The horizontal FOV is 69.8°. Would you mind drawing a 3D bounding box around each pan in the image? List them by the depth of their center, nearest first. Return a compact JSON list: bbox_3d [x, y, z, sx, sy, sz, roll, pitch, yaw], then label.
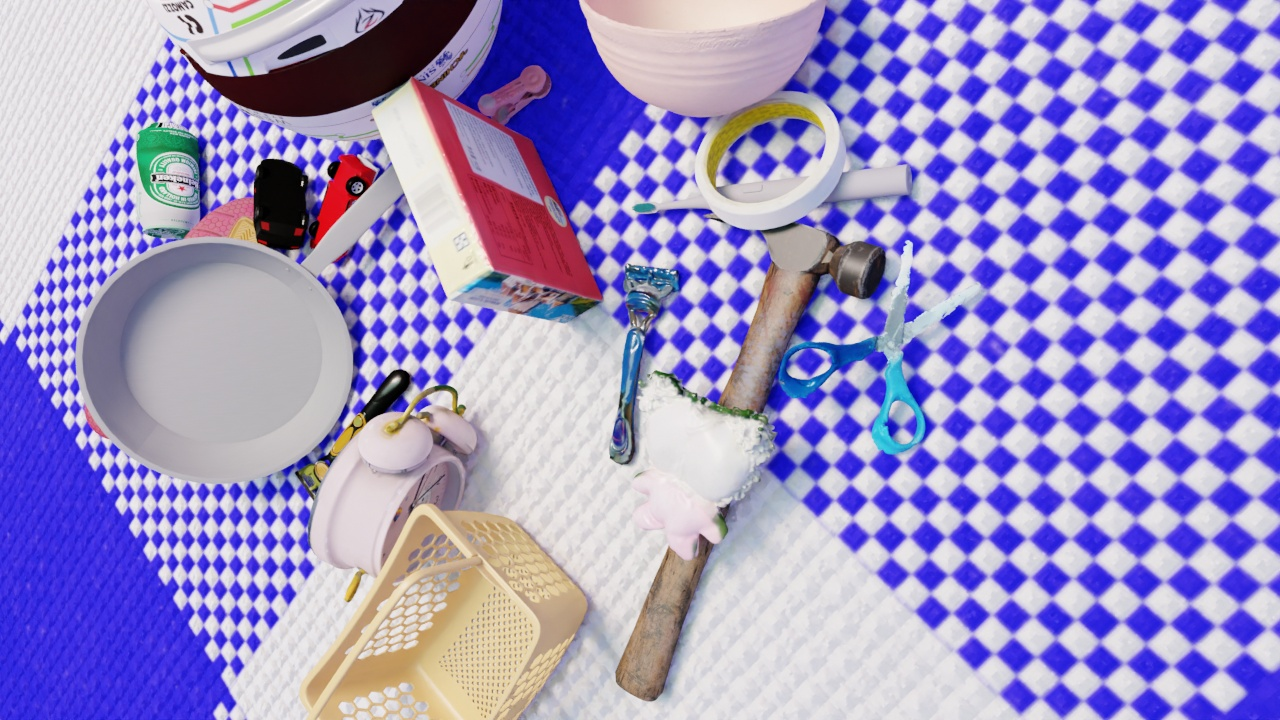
[{"bbox_3d":[-0.284,-0.057,0.741,0.356,0.201,0.051,-47,23,-3],"label":"pan"}]

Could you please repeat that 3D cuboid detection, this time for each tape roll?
[{"bbox_3d":[0.081,-0.127,0.579,0.094,0.019,0.093,-12,60,22],"label":"tape roll"}]

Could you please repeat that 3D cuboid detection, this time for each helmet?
[{"bbox_3d":[-0.209,-0.268,0.634,0.231,0.236,0.314,-36,53,0],"label":"helmet"}]

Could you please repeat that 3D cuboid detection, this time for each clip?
[{"bbox_3d":[-0.094,-0.197,0.696,0.060,0.045,0.023,-25,76,-9],"label":"clip"}]

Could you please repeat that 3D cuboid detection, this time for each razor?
[{"bbox_3d":[-0.004,0.004,0.636,0.044,0.018,0.141,9,92,27],"label":"razor"},{"bbox_3d":[-0.234,0.061,0.755,0.144,0.021,0.044,-48,68,15],"label":"razor"}]

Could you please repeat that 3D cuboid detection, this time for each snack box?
[{"bbox_3d":[-0.098,-0.101,0.620,0.040,0.144,0.142,-31,74,20],"label":"snack box"}]

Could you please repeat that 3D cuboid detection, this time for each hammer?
[{"bbox_3d":[0.045,0.066,0.603,0.120,0.033,0.330,25,99,31],"label":"hammer"}]

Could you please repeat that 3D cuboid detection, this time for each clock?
[{"bbox_3d":[-0.174,0.088,0.669,0.059,0.116,0.158,24,98,16],"label":"clock"}]

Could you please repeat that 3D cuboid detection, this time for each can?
[{"bbox_3d":[-0.441,-0.168,0.856,0.053,0.053,0.101,-6,84,27],"label":"can"}]

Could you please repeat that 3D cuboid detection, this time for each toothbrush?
[{"bbox_3d":[0.079,-0.107,0.597,0.188,0.019,0.018,-1,93,28],"label":"toothbrush"}]

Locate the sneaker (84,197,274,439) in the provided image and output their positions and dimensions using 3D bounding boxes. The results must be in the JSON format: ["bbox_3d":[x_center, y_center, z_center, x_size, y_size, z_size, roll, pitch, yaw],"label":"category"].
[{"bbox_3d":[-0.391,-0.032,0.818,0.116,0.091,0.241,27,81,21],"label":"sneaker"}]

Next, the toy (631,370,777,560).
[{"bbox_3d":[0.032,0.067,0.570,0.096,0.041,0.109,27,107,32],"label":"toy"}]

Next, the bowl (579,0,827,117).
[{"bbox_3d":[0.040,-0.201,0.572,0.153,0.152,0.076,24,140,27],"label":"bowl"}]

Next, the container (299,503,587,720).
[{"bbox_3d":[-0.144,0.203,0.615,0.129,0.166,0.184,41,105,23],"label":"container"}]

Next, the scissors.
[{"bbox_3d":[0.137,-0.010,0.541,0.119,0.014,0.129,10,101,0],"label":"scissors"}]

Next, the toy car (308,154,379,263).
[{"bbox_3d":[-0.250,-0.127,0.769,0.038,0.025,0.090,38,113,33],"label":"toy car"}]

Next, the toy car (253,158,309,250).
[{"bbox_3d":[-0.309,-0.132,0.785,0.036,0.042,0.091,-47,46,43],"label":"toy car"}]
